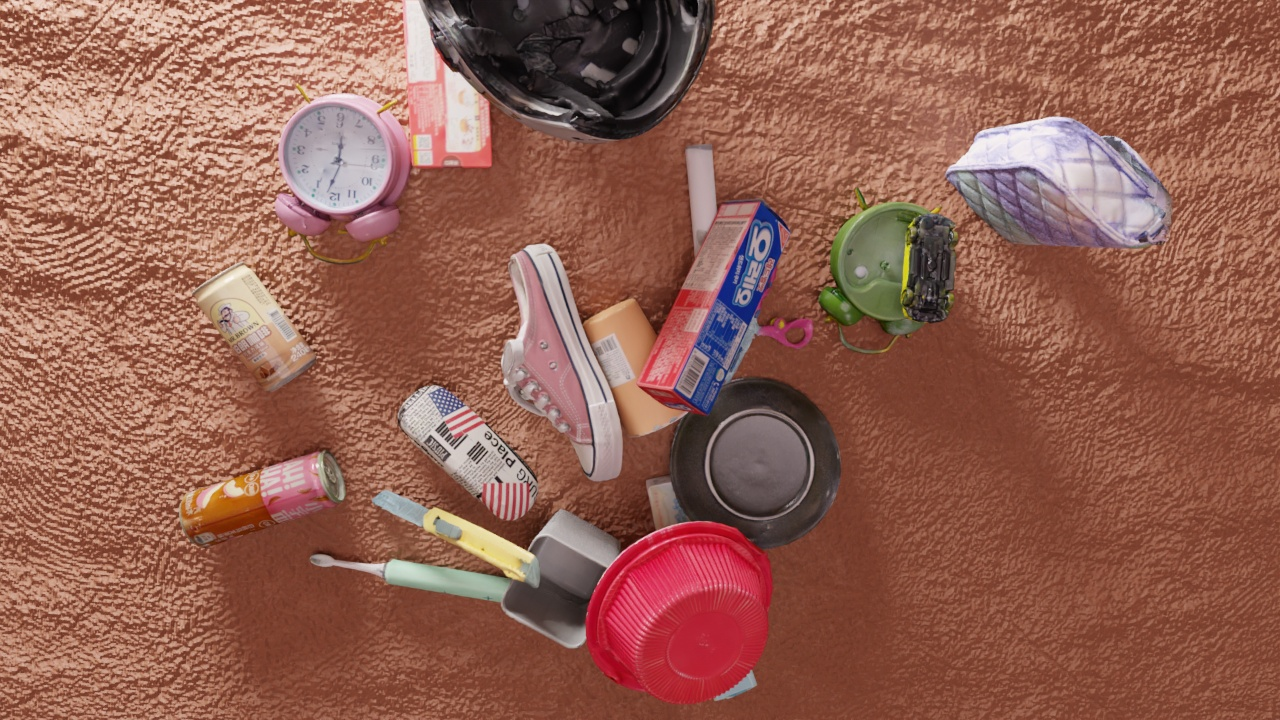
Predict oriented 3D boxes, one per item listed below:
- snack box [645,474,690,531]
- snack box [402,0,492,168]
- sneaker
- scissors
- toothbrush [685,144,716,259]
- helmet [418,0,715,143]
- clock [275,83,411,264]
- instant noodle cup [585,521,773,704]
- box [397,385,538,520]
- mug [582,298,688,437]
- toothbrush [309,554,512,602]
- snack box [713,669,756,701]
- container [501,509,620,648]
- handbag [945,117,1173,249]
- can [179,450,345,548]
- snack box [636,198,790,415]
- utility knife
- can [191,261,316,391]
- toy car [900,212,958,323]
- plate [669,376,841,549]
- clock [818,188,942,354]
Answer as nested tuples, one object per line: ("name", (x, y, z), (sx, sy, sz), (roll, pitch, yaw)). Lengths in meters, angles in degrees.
("snack box", (0.090, 0.153, 0.974), (0.157, 0.027, 0.085), (-11, 104, -3))
("snack box", (-0.179, -0.257, 0.857), (0.075, 0.025, 0.153), (-2, 103, -6))
("sneaker", (-0.090, 0.011, 0.886), (0.087, 0.118, 0.241), (-21, 98, -19))
("scissors", (0.115, -0.042, 0.928), (0.133, 0.017, 0.130), (-7, 98, -19))
("toothbrush", (0.067, -0.102, 0.916), (0.027, 0.026, 0.221), (3, 106, 33))
("helmet", (-0.081, -0.308, 0.784), (0.274, 0.157, 0.229), (39, 78, -19))
("clock", (-0.277, -0.168, 0.850), (0.117, 0.059, 0.158), (6, 104, -6))
("instant noodle cup", (0.049, 0.249, 0.861), (0.193, 0.066, 0.194), (-6, 111, -17))
("box", (-0.167, 0.092, 0.907), (0.075, 0.083, 0.163), (-44, 100, -2))
("mug", (-0.005, 0.005, 0.910), (0.078, 0.078, 0.123), (-28, 99, 1))
("toothbrush", (-0.231, 0.226, 0.958), (0.224, 0.027, 0.026), (11, 65, -8))
("snack box", (0.068, 0.264, 0.956), (0.051, 0.074, 0.175), (-21, 116, -1))
("container", (-0.073, 0.212, 0.921), (0.090, 0.114, 0.090), (29, 98, 0))
("handbag", (0.380, -0.160, 0.848), (0.134, 0.194, 0.075), (40, 93, -12))
("can", (-0.373, 0.137, 0.908), (0.147, 0.058, 0.058), (-18, 103, -1))
("snack box", (0.072, -0.052, 0.868), (0.057, 0.058, 0.207), (35, 73, -35))
("utility knife", (-0.182, 0.169, 0.898), (0.221, 0.022, 0.031), (17, 78, 34))
("can", (-0.365, -0.031, 0.872), (0.058, 0.058, 0.116), (-33, 104, 2))
("toy car", (0.274, -0.088, 0.879), (0.048, 0.032, 0.105), (4, 91, -7))
("plate", (0.120, 0.106, 0.942), (0.179, 0.024, 0.179), (0, 85, -4))
("clock", (0.243, -0.084, 0.922), (0.116, 0.056, 0.161), (11, 101, -7))
